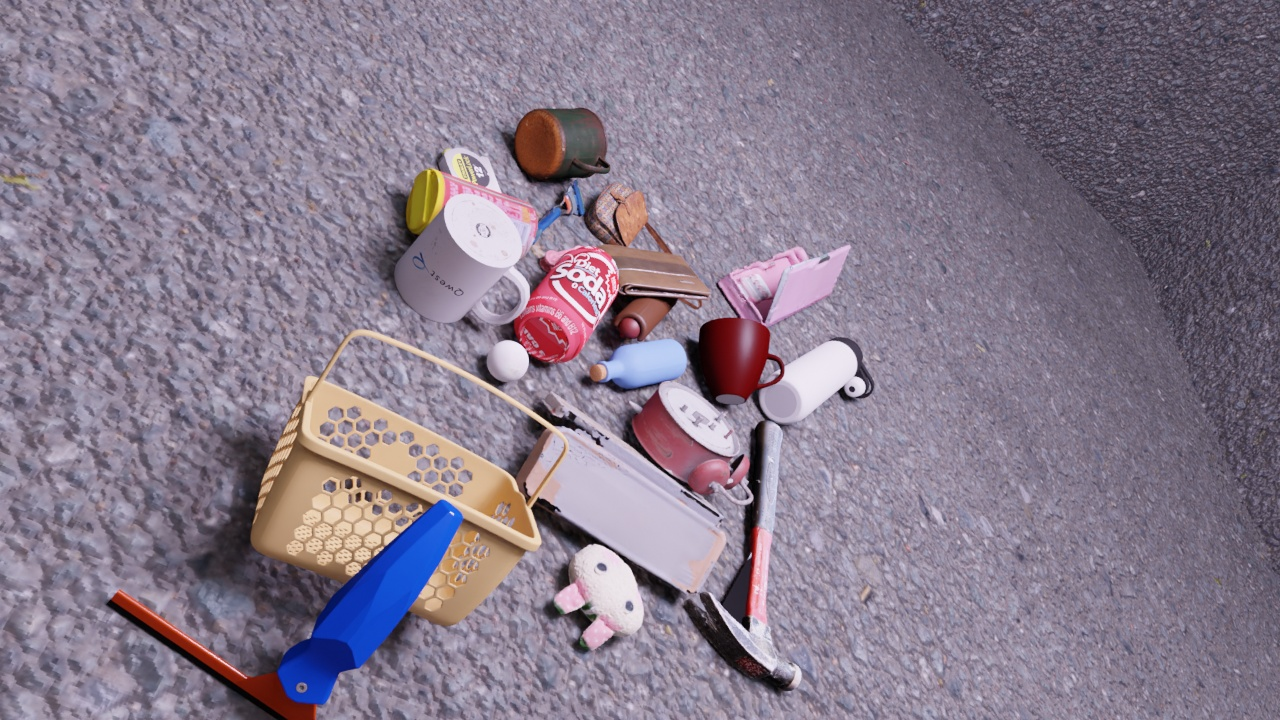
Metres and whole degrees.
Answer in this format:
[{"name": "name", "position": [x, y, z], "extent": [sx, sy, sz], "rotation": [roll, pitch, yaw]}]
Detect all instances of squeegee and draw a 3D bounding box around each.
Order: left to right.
[{"name": "squeegee", "position": [-0.183, 0.166, 0.596], "extent": [0.249, 0.185, 0.055], "rotation": [41, -2, -13]}]

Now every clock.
[{"name": "clock", "position": [0.065, 0.087, 0.968], "extent": [0.157, 0.062, 0.109], "rotation": [49, 22, 22]}]

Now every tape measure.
[{"name": "tape measure", "position": [-0.189, -0.206, 1.017], "extent": [0.064, 0.017, 0.064], "rotation": [0, 60, -46]}]

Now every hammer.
[{"name": "hammer", "position": [0.126, 0.186, 1.010], "extent": [0.140, 0.036, 0.325], "rotation": [38, 39, -21]}]

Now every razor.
[{"name": "razor", "position": [-0.104, -0.168, 1.073], "extent": [0.140, 0.018, 0.044], "rotation": [-52, 137, -51]}]

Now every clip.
[{"name": "clip", "position": [-0.090, -0.114, 1.046], "extent": [0.060, 0.044, 0.023], "rotation": [-26, 75, -24]}]

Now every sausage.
[{"name": "sausage", "position": [0.008, -0.059, 1.069], "extent": [0.040, 0.040, 0.155], "rotation": [49, 26, -4]}]

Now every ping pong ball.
[{"name": "ping pong ball", "position": [-0.129, 0.001, 0.890], "extent": [0.040, 0.040, 0.040], "rotation": [27, 43, -29]}]

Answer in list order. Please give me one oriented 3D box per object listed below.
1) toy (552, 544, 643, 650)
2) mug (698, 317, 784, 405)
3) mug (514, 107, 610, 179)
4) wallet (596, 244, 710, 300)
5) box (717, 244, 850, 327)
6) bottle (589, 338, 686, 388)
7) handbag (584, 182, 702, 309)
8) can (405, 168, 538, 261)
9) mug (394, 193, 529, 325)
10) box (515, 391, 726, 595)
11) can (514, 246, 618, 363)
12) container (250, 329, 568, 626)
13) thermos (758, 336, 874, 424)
[{"name": "toy", "position": [-0.029, 0.206, 0.823], "extent": [0.112, 0.050, 0.087], "rotation": [-27, 81, -48]}, {"name": "mug", "position": [0.124, 0.009, 1.112], "extent": [0.114, 0.087, 0.088], "rotation": [13, 67, -17]}, {"name": "mug", "position": [-0.088, -0.252, 1.097], "extent": [0.111, 0.085, 0.081], "rotation": [40, 33, 24]}, {"name": "wallet", "position": [0.013, -0.102, 1.085], "extent": [0.121, 0.027, 0.098], "rotation": [4, 30, -27]}, {"name": "box", "position": [0.222, -0.122, 1.304], "extent": [0.232, 0.107, 0.099], "rotation": [-22, 76, -52]}, {"name": "bottle", "position": [-0.006, 0.006, 1.008], "extent": [0.131, 0.048, 0.048], "rotation": [-10, 68, -50]}, {"name": "handbag", "position": [0.016, -0.140, 1.163], "extent": [0.196, 0.043, 0.093], "rotation": [47, 39, -12]}, {"name": "can", "position": [-0.173, -0.147, 0.944], "extent": [0.124, 0.067, 0.066], "rotation": [14, 51, -39]}, {"name": "mug", "position": [-0.161, -0.084, 0.878], "extent": [0.119, 0.097, 0.082], "rotation": [44, 38, -10]}, {"name": "box", "position": [-0.020, 0.130, 0.901], "extent": [0.217, 0.096, 0.114], "rotation": [36, 70, -20]}, {"name": "can", "position": [-0.075, -0.061, 0.968], "extent": [0.074, 0.075, 0.142], "rotation": [43, 38, -11]}, {"name": "container", "position": [-0.164, 0.078, 0.664], "extent": [0.183, 0.167, 0.129], "rotation": [30, 10, -24]}, {"name": "thermos", "position": [0.243, 0.036, 1.232], "extent": [0.229, 0.069, 0.101], "rotation": [-25, 88, -53]}]
